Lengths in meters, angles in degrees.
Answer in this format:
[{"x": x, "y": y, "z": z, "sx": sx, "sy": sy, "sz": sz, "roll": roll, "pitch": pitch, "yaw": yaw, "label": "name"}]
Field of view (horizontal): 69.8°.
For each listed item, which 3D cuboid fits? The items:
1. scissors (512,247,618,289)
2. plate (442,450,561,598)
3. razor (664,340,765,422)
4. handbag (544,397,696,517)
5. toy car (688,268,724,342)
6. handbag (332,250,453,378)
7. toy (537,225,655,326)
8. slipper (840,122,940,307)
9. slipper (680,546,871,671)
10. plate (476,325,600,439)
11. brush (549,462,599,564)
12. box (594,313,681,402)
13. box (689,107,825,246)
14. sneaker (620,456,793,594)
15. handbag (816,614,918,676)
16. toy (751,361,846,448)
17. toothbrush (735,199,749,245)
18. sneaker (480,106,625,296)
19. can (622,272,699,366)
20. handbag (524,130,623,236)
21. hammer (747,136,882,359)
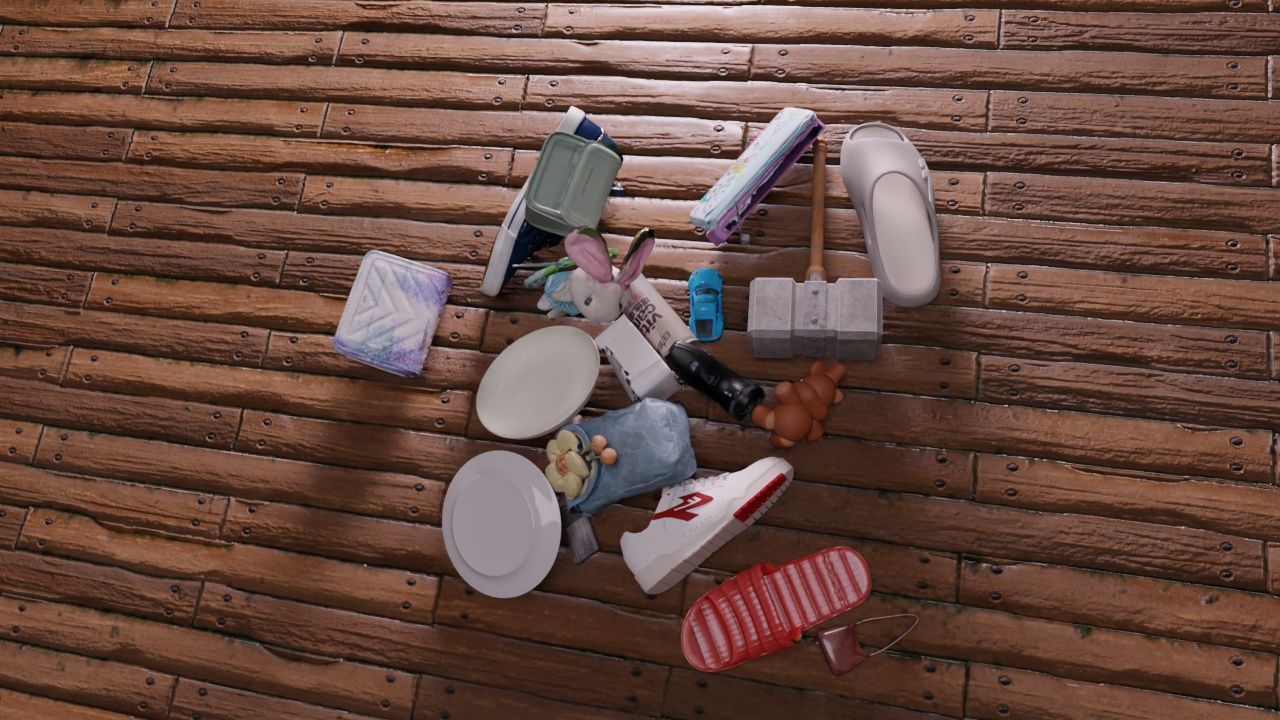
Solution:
[{"x": -0.102, "y": -0.132, "z": 1.238, "sx": 0.173, "sy": 0.171, "sz": 0.021, "roll": -23, "pitch": 79, "yaw": 51, "label": "scissors"}, {"x": -0.187, "y": 0.211, "z": 1.182, "sx": 0.189, "sy": 0.016, "sz": 0.188, "roll": -2, "pitch": 86, "yaw": 28, "label": "plate"}, {"x": 0.094, "y": 0.025, "z": 1.171, "sx": 0.140, "sy": 0.064, "sz": 0.053, "roll": 34, "pitch": 92, "yaw": -13, "label": "razor"}, {"x": -0.033, "y": 0.118, "z": 1.144, "sx": 0.192, "sy": 0.118, "sz": 0.121, "roll": -21, "pitch": 65, "yaw": 28, "label": "handbag"}, {"x": 0.087, "y": -0.077, "z": 1.232, "sx": 0.048, "sy": 0.032, "sz": 0.105, "roll": -2, "pitch": 73, "yaw": 11, "label": "toy car"}, {"x": -0.347, "y": -0.063, "z": 1.299, "sx": 0.126, "sy": 0.069, "sz": 0.158, "roll": 17, "pitch": 79, "yaw": 1, "label": "handbag"}, {"x": -0.073, "y": -0.088, "z": 1.193, "sx": 0.206, "sy": 0.130, "sz": 0.105, "roll": -31, "pitch": 65, "yaw": 49, "label": "toy"}, {"x": 0.333, "y": -0.202, "z": 1.186, "sx": 0.113, "sy": 0.081, "sz": 0.265, "roll": -6, "pitch": 74, "yaw": 0, "label": "slipper"}, {"x": 0.160, "y": 0.295, "z": 1.104, "sx": 0.249, "sy": 0.059, "sz": 0.103, "roll": -26, "pitch": 72, "yaw": 2, "label": "slipper"}, {"x": -0.131, "y": 0.034, "z": 1.218, "sx": 0.183, "sy": 0.034, "sz": 0.182, "roll": -16, "pitch": 47, "yaw": 17, "label": "plate"}, {"x": -0.092, "y": 0.190, "z": 1.206, "sx": 0.039, "sy": 0.012, "sz": 0.151, "roll": -22, "pitch": 71, "yaw": 4, "label": "brush"}, {"x": -0.016, "y": 0.015, "z": 1.191, "sx": 0.091, "sy": 0.102, "sz": 0.107, "roll": -41, "pitch": 70, "yaw": 0, "label": "box"}, {"x": 0.158, "y": -0.248, "z": 1.234, "sx": 0.065, "sy": 0.078, "sz": 0.214, "roll": 43, "pitch": 86, "yaw": -17, "label": "box"}, {"x": 0.073, "y": 0.179, "z": 1.144, "sx": 0.236, "sy": 0.090, "sz": 0.104, "roll": -40, "pitch": 65, "yaw": 2, "label": "sneaker"}, {"x": 0.275, "y": 0.329, "z": 1.092, "sx": 0.119, "sy": 0.029, "sz": 0.055, "roll": -22, "pitch": 74, "yaw": 0, "label": "handbag"}, {"x": 0.207, "y": 0.051, "z": 1.162, "sx": 0.127, "sy": 0.065, "sz": 0.095, "roll": -45, "pitch": 114, "yaw": -15, "label": "toy"}, {"x": 0.131, "y": -0.174, "z": 1.171, "sx": 0.010, "sy": 0.181, "sz": 0.010, "roll": 9, "pitch": 83, "yaw": 10, "label": "toothbrush"}, {"x": -0.117, "y": -0.203, "z": 1.283, "sx": 0.127, "sy": 0.121, "sz": 0.294, "roll": 32, "pitch": 81, "yaw": -11, "label": "sneaker"}, {"x": 0.017, "y": -0.058, "z": 1.227, "sx": 0.054, "sy": 0.054, "sz": 0.135, "roll": -38, "pitch": 70, "yaw": -1, "label": "can"}, {"x": -0.090, "y": -0.230, "z": 1.205, "sx": 0.106, "sy": 0.067, "sz": 0.121, "roll": 20, "pitch": 78, "yaw": -2, "label": "handbag"}, {"x": 0.233, "y": -0.161, "z": 1.210, "sx": 0.163, "sy": 0.083, "sz": 0.317, "roll": 1, "pitch": 68, "yaw": 11, "label": "hammer"}]
